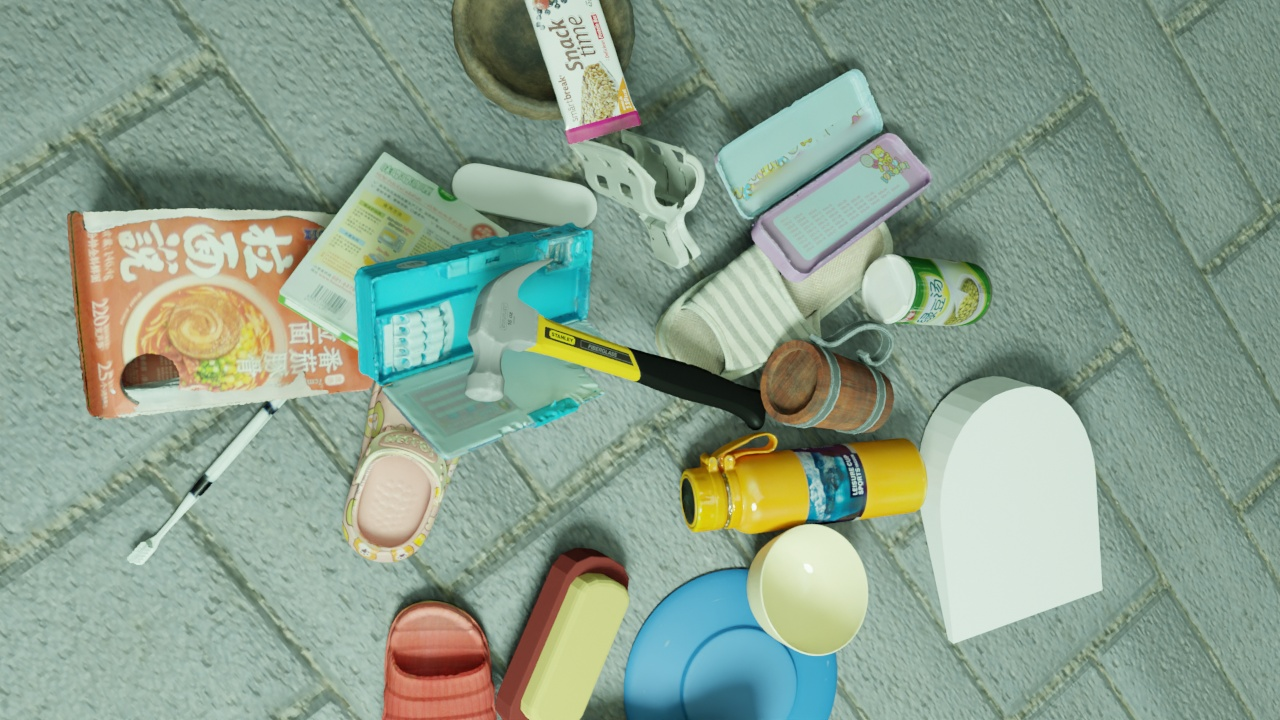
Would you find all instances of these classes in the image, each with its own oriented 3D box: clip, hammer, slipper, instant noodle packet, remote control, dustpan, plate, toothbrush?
[{"bbox_3d":[0.016,-0.160,0.839,0.151,0.126,0.105,38,91,-34],"label":"clip"},{"bbox_3d":[-0.005,0.005,0.795,0.323,0.029,0.127,18,65,-38],"label":"hammer"},{"bbox_3d":[-0.200,0.084,0.799,0.093,0.081,0.197,16,87,-15],"label":"slipper"},{"bbox_3d":[-0.347,-0.042,0.778,0.220,0.084,0.164,-5,86,-26],"label":"instant noodle packet"},{"bbox_3d":[-0.107,-0.153,0.857,0.136,0.013,0.043,9,87,-14],"label":"remote control"},{"bbox_3d":[0.389,0.148,0.981,0.191,0.053,0.258,-14,105,-14],"label":"dustpan"},{"bbox_3d":[-0.179,0.340,0.815,0.103,0.059,0.249,-1,91,-14],"label":"slipper"},{"bbox_3d":[0.095,0.320,0.901,0.224,0.024,0.224,0,90,-14],"label":"plate"},{"bbox_3d":[-0.370,0.099,0.787,0.012,0.017,0.186,39,80,1],"label":"toothbrush"},{"bbox_3d":[0.139,-0.069,0.903,0.272,0.054,0.114,-31,102,-13],"label":"slipper"}]

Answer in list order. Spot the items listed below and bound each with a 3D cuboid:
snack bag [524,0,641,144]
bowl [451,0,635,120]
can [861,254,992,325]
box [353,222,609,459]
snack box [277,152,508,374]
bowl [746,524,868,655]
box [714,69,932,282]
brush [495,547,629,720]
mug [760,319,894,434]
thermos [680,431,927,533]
[{"bbox_3d":[-0.061,-0.290,0.794,0.070,0.016,0.196,-19,94,-12],"label":"snack bag"},{"bbox_3d":[-0.090,-0.295,0.832,0.162,0.070,0.162,0,90,-14],"label":"bowl"},{"bbox_3d":[0.285,-0.069,0.913,0.120,0.067,0.067,0,90,-32],"label":"can"},{"bbox_3d":[-0.119,-0.020,0.772,0.226,0.087,0.168,-21,91,-43],"label":"box"},{"bbox_3d":[-0.210,-0.082,0.797,0.132,0.027,0.167,33,61,-12],"label":"snack box"},{"bbox_3d":[0.147,0.218,0.877,0.118,0.074,0.118,6,75,-23],"label":"bowl"},{"bbox_3d":[0.180,-0.184,0.896,0.213,0.041,0.151,-35,95,-26],"label":"box"},{"bbox_3d":[-0.064,0.259,0.834,0.082,0.042,0.173,29,82,-43],"label":"brush"},{"bbox_3d":[0.190,0.014,0.881,0.111,0.081,0.117,13,104,-36],"label":"mug"},{"bbox_3d":[0.155,0.116,0.894,0.232,0.076,0.091,-5,66,-14],"label":"thermos"}]
